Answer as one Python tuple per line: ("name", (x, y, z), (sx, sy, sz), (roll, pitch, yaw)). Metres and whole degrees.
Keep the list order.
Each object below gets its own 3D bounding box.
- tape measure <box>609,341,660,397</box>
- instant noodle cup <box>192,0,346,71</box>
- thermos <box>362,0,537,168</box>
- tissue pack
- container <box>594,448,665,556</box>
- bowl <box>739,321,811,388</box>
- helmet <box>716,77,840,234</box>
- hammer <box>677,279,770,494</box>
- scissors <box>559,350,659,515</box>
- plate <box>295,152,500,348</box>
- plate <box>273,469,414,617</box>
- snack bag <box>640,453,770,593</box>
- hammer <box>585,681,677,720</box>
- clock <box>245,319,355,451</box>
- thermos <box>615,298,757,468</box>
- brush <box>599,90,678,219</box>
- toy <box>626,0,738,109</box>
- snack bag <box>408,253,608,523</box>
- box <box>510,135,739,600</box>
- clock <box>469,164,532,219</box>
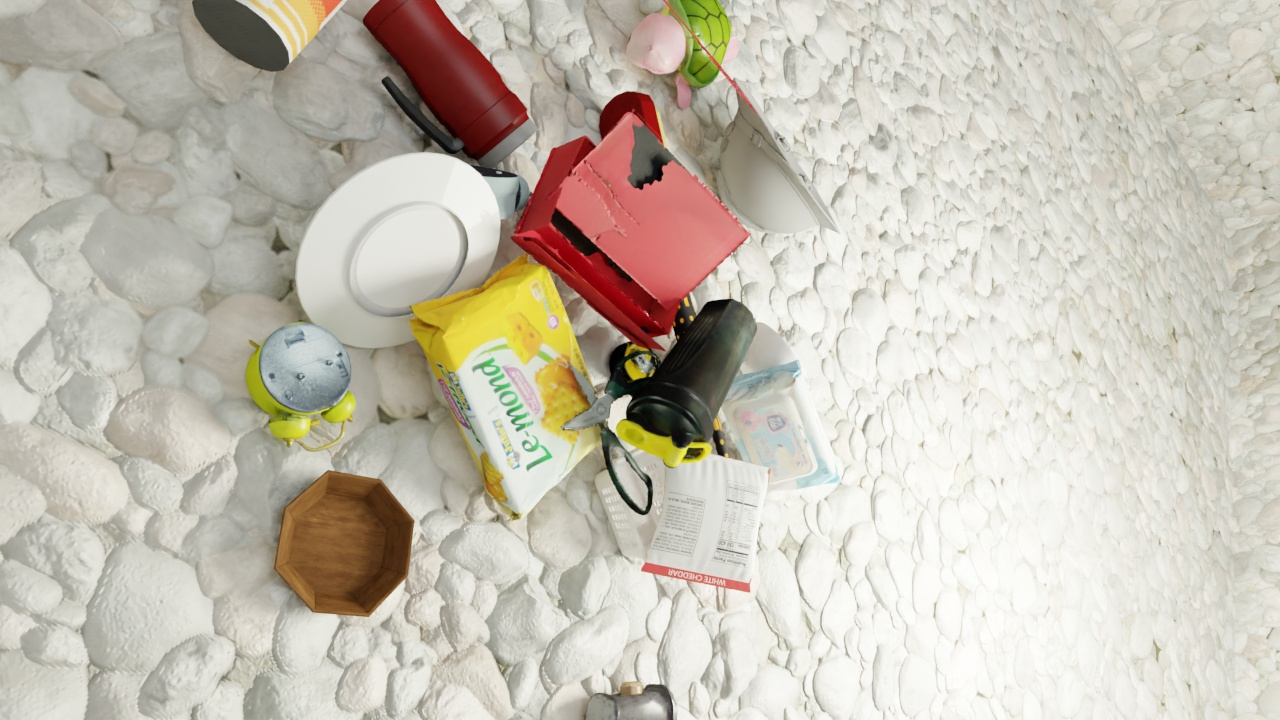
("tape measure", (-0.007, 0.006, 1.108), (0.061, 0.034, 0.061), (40, 53, -24))
("instant noodle cup", (-0.343, -0.350, 0.861), (0.123, 0.124, 0.121), (36, 64, -29))
("thermos", (-0.211, -0.298, 0.987), (0.107, 0.084, 0.198), (-46, 107, -21))
("tissue pack", (0.177, 0.094, 1.173), (0.069, 0.112, 0.182), (-67, 136, -65))
("container", (0.000, 0.166, 1.055), (0.080, 0.050, 0.129), (-23, 93, -43))
("bowl", (0.169, 0.009, 1.227), (0.050, 0.115, 0.115), (-35, 104, -9))
("helmet", (0.166, -0.255, 1.292), (0.271, 0.118, 0.183), (47, 20, -27))
("hammer", (0.081, 0.034, 1.134), (0.036, 0.124, 0.320), (-7, 77, -39))
("scissors", (-0.018, 0.078, 1.006), (0.201, 0.015, 0.204), (-25, 102, -53))
("plate", (-0.218, -0.095, 0.859), (0.208, 0.209, 0.015), (-9, 41, -43))
("plate", (-0.269, 0.167, 0.830), (0.131, 0.025, 0.131), (14, 68, -39))
("snack bag", (0.077, 0.177, 1.030), (0.130, 0.039, 0.144), (14, 78, -13))
("hammer", (-0.005, 0.507, 0.956), (0.098, 0.052, 0.328), (7, 76, -40))
("clock", (-0.302, 0.024, 0.822), (0.083, 0.057, 0.119), (-26, 94, -44))
("thermos", (0.062, 0.022, 1.025), (0.098, 0.098, 0.220), (51, 46, -18))
("brush", (0.001, -0.251, 1.159), (0.041, 0.082, 0.173), (-7, 82, -43))
("toy", (0.064, -0.449, 1.272), (0.237, 0.088, 0.190), (-27, 113, -48))
("snack bag", (-0.130, 0.023, 0.942), (0.159, 0.068, 0.247), (-38, 118, -40))
("box", (-0.012, -0.019, 0.891), (0.214, 0.171, 0.477), (41, 17, -34))
("clock", (-0.182, -0.178, 0.951), (0.159, 0.123, 0.045), (-20, 122, -62))
